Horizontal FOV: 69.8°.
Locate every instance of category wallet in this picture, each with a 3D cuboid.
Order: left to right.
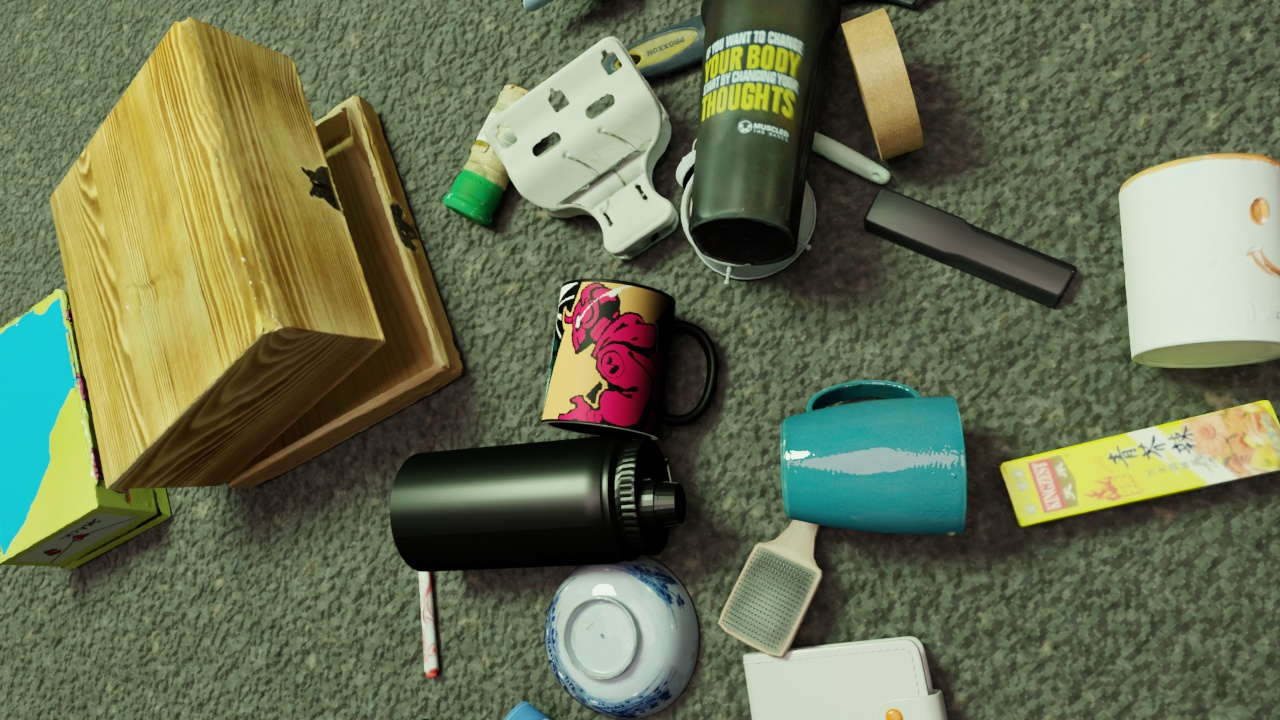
[{"bbox_3d":[0.128,0.233,0.560,0.119,0.037,0.115,-13,74,21],"label":"wallet"}]

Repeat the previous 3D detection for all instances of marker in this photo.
[{"bbox_3d":[-0.163,0.166,0.696,0.013,0.012,0.142,-13,74,17],"label":"marker"}]

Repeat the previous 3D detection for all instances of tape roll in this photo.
[{"bbox_3d":[0.160,-0.182,0.609,0.027,0.094,0.094,-17,73,16],"label":"tape roll"}]

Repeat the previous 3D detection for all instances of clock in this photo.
[{"bbox_3d":[0.073,-0.117,0.659,0.095,0.035,0.122,-23,72,14],"label":"clock"}]

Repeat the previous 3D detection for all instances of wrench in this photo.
[{"bbox_3d":[0.101,-0.262,0.688,0.274,0.022,0.073,-17,80,16],"label":"wrench"}]

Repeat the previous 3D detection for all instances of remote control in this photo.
[{"bbox_3d":[0.215,-0.077,0.607,0.136,0.015,0.032,28,89,23],"label":"remote control"}]

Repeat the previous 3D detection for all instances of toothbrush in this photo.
[{"bbox_3d":[0.114,-0.165,0.665,0.155,0.015,0.022,35,126,24],"label":"toothbrush"}]

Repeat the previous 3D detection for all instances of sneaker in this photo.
[{"bbox_3d":[-0.058,0.281,0.594,0.242,0.083,0.098,2,79,24],"label":"sneaker"}]

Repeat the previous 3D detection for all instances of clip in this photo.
[{"bbox_3d":[-0.027,-0.149,0.702,0.126,0.101,0.152,-33,98,12],"label":"clip"}]

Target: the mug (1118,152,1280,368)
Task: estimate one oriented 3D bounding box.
[{"bbox_3d":[0.323,-0.054,0.527,0.082,0.082,0.105,-1,79,20],"label":"mug"}]

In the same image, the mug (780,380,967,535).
[{"bbox_3d":[0.141,0.055,0.572,0.104,0.084,0.112,-3,41,11],"label":"mug"}]

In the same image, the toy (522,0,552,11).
[{"bbox_3d":[-0.024,-0.381,0.720,0.171,0.120,0.222,6,79,31],"label":"toy"}]

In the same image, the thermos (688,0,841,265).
[{"bbox_3d":[0.081,-0.176,0.607,0.098,0.098,0.220,1,71,21],"label":"thermos"}]

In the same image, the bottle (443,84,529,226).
[{"bbox_3d":[-0.117,-0.165,0.737,0.043,0.043,0.111,25,87,23],"label":"bottle"}]

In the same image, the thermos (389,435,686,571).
[{"bbox_3d":[-0.064,0.099,0.634,0.199,0.086,0.086,-7,76,19],"label":"thermos"}]

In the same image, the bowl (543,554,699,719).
[{"bbox_3d":[-0.021,0.186,0.620,0.114,0.045,0.114,-5,77,19],"label":"bowl"}]

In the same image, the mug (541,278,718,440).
[{"bbox_3d":[-0.004,0.004,0.644,0.118,0.082,0.098,9,80,-6],"label":"mug"}]

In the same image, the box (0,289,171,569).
[{"bbox_3d":[-0.510,0.060,0.817,0.124,0.079,0.220,-29,67,11],"label":"box"}]

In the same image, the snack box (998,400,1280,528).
[{"bbox_3d":[0.293,0.063,0.540,0.148,0.029,0.040,-17,72,16],"label":"snack box"}]

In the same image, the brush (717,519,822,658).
[{"bbox_3d":[0.098,0.120,0.592,0.050,0.015,0.135,20,73,33],"label":"brush"}]

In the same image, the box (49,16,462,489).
[{"bbox_3d":[-0.318,-0.062,0.740,0.252,0.191,0.279,-34,68,26],"label":"box"}]
